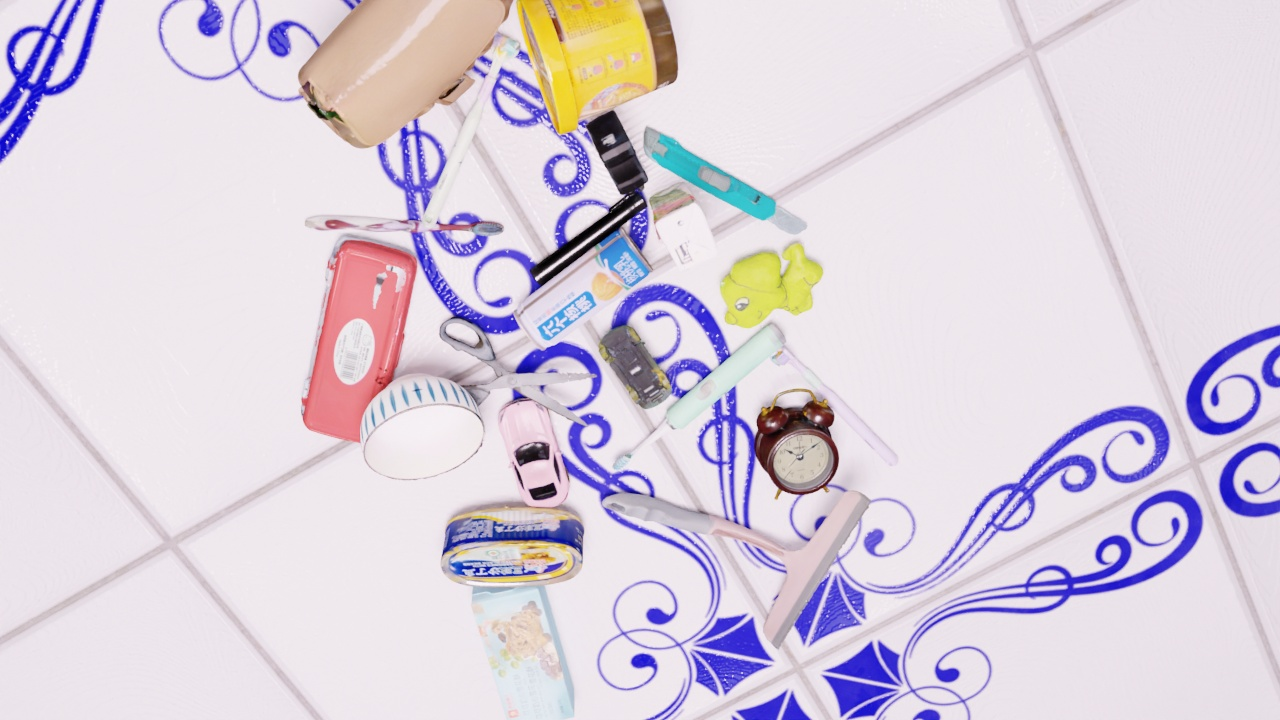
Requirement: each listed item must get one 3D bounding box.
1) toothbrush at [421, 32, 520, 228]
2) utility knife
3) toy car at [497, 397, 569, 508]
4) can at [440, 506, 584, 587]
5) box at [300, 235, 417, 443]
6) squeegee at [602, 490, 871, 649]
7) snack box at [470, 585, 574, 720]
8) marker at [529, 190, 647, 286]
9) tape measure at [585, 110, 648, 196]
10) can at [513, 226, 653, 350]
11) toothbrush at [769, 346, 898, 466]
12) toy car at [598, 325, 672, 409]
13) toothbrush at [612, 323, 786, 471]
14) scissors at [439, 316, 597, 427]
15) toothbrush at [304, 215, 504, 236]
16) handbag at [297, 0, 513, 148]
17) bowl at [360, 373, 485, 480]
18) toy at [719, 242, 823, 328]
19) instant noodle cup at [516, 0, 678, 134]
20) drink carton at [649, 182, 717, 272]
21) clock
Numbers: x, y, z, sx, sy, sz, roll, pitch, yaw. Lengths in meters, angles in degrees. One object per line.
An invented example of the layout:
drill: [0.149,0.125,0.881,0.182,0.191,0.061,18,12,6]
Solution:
toothbrush: [-0.162,-0.209,0.848,0.029,0.020,0.190,25,100,-7]
utility knife: [0.082,-0.170,0.887,0.186,0.013,0.029,27,104,-12]
toy car: [-0.110,0.098,0.947,0.056,0.037,0.122,-15,107,-1]
can: [-0.132,0.195,0.956,0.148,0.049,0.075,-2,129,-1]
box: [-0.278,-0.019,0.900,0.086,0.047,0.201,15,106,-8]
squeegee: [0.079,0.183,0.984,0.249,0.040,0.248,19,125,-2]
snack box: [-0.127,0.317,1.006,0.074,0.051,0.175,-13,108,-1]
marker: [-0.051,-0.119,0.890,0.132,0.020,0.022,-36,122,7]
tape measure: [-0.023,-0.194,0.844,0.033,0.066,0.066,-26,148,4]
can: [-0.056,-0.068,0.888,0.135,0.053,0.053,-36,106,7]
toothbrush: [0.208,0.052,0.963,0.189,0.029,0.021,41,63,-16]
toy car: [-0.005,0.005,0.924,0.043,0.036,0.091,-32,108,7]
toothbrush: [0.058,0.042,0.945,0.225,0.027,0.026,-41,69,9]
scissors: [-0.134,0.020,0.912,0.160,0.014,0.178,-36,94,18]
toothbrush: [-0.225,-0.127,0.876,0.187,0.017,0.016,1,107,-5]
handbag: [-0.190,-0.261,0.768,0.205,0.147,0.100,-39,104,13]
bowl: [-0.214,0.056,0.886,0.116,0.066,0.117,-16,143,-12]
toy: [0.127,-0.074,0.912,0.100,0.031,0.097,13,106,-13]
instant noodle cup: [-0.036,-0.271,0.798,0.114,0.118,0.118,-20,108,-6]
drink carton: [0.036,-0.124,0.842,0.045,0.122,0.053,-26,109,6]
clock: [0.161,0.084,0.950,0.082,0.055,0.122,-7,111,-1]
